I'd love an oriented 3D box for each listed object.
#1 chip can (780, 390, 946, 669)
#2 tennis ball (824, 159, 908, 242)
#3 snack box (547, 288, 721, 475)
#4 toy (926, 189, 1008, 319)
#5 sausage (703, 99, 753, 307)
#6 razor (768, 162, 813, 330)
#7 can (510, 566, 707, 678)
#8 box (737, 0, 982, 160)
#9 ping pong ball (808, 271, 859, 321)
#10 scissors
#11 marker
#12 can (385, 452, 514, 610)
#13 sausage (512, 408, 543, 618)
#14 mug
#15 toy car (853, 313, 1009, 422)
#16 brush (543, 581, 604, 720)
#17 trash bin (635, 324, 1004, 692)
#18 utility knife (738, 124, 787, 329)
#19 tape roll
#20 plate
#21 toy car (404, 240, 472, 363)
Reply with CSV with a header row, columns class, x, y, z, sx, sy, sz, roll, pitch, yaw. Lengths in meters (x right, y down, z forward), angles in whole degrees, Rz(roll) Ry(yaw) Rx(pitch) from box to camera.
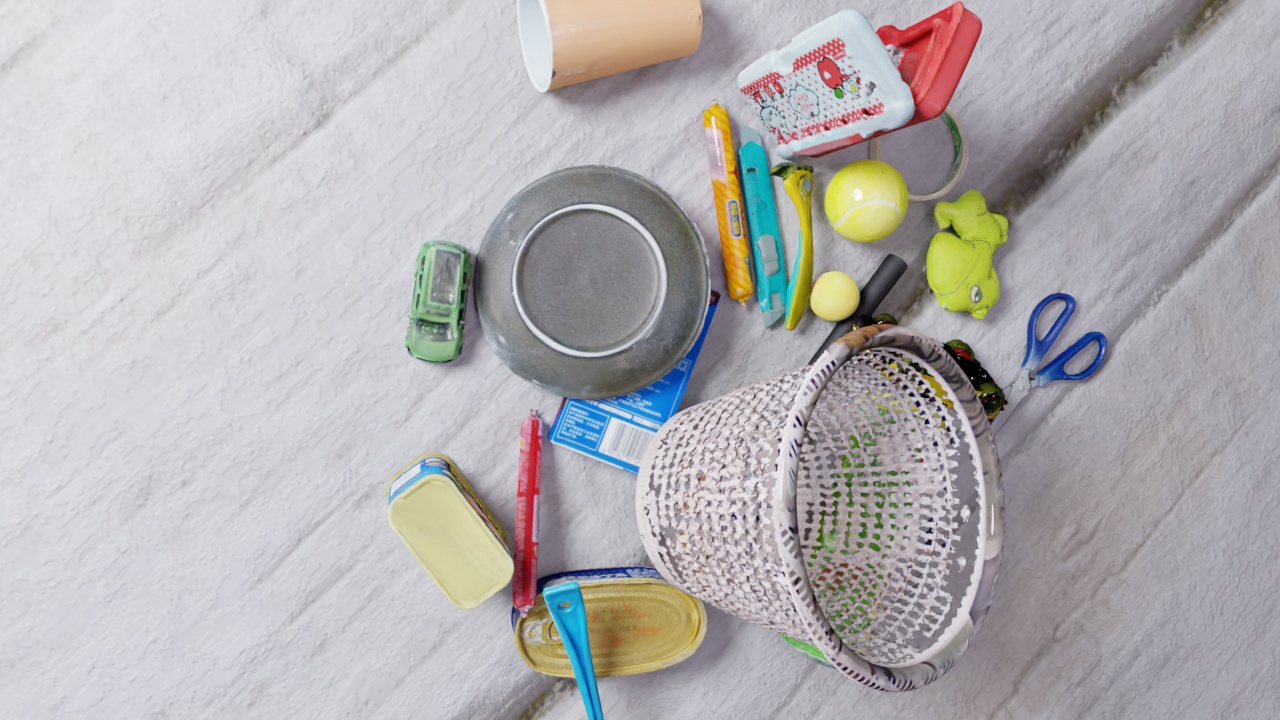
class,x,y,z,sx,sy,sz,roll,pitch,yaw
chip can,0.180,0.138,0.745,0.072,0.072,0.221,21,89,-14
tennis ball,0.180,-0.127,0.731,0.065,0.065,0.065,-1,94,-14
snack box,-0.004,0.004,0.714,0.084,0.026,0.157,22,88,-13
toy,0.274,-0.088,0.775,0.096,0.031,0.100,40,79,-13
sausage,0.070,-0.124,0.727,0.021,0.021,0.165,-10,96,-13
razor,0.125,-0.090,0.733,0.043,0.028,0.132,-4,96,-46
can,-0.025,0.200,0.710,0.148,0.049,0.074,-1,93,-14
box,0.134,-0.199,0.645,0.098,0.201,0.095,25,88,-15
ping pong ball,0.157,-0.052,0.743,0.040,0.040,0.040,-1,94,-14
scissors,0.349,0.022,0.811,0.141,0.012,0.171,14,91,-14
marker,0.176,-0.032,0.759,0.132,0.022,0.020,-53,140,-6
can,-0.137,0.121,0.660,0.057,0.083,0.102,-37,101,-9
sausage,-0.084,0.112,0.685,0.020,0.020,0.155,6,71,-14
mug,-0.021,-0.246,0.673,0.122,0.078,0.078,-15,97,-18
toy car,0.233,0.005,0.746,0.155,0.071,0.041,19,122,-26
brush,-0.035,0.266,0.681,0.083,0.045,0.255,-11,114,-3
trash bin,0.109,0.099,0.643,0.227,0.193,0.227,6,80,-38
utility knife,0.099,-0.108,0.739,0.029,0.013,0.164,-12,96,-19
tape roll,0.233,-0.176,0.768,0.085,0.014,0.086,-1,94,-14
plate,-0.037,-0.059,0.682,0.179,0.024,0.179,0,88,1
toy car,-0.148,-0.042,0.673,0.043,0.036,0.091,6,96,-16
